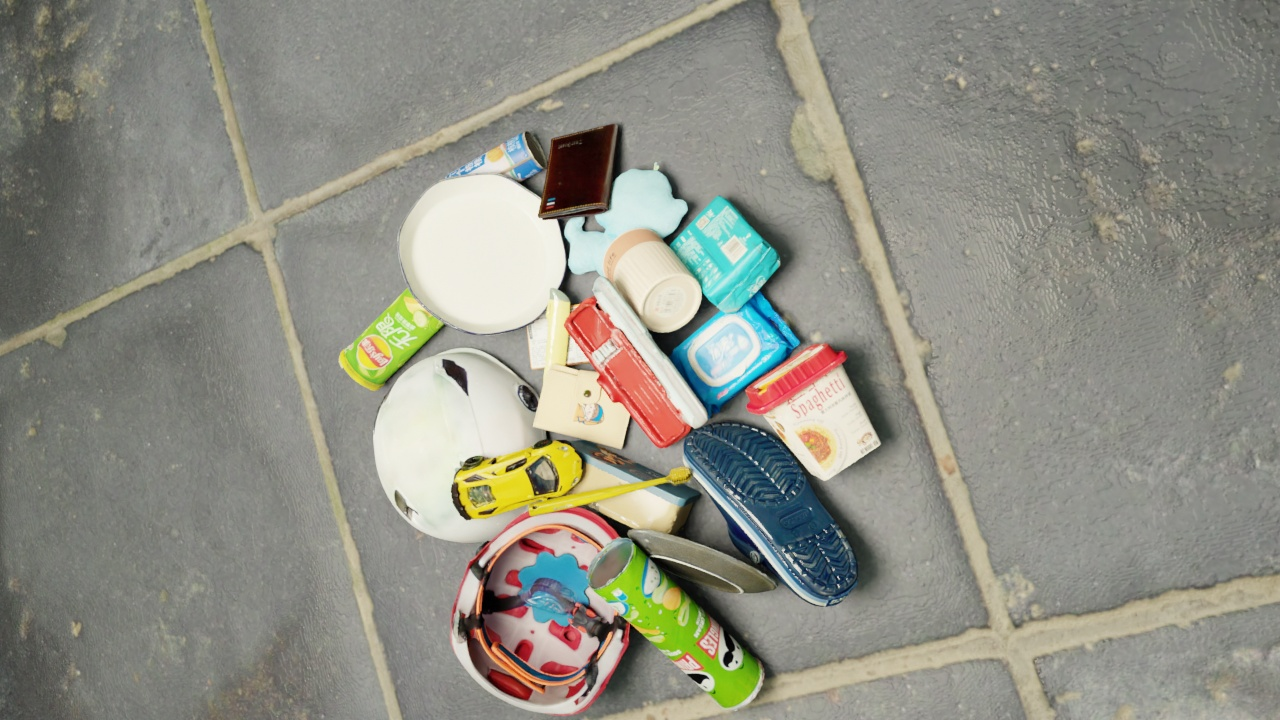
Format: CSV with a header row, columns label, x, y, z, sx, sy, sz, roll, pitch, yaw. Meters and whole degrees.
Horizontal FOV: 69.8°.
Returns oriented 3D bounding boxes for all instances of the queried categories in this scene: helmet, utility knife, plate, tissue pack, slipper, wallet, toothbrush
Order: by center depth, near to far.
label,x,y,z,sx,sy,sz,roll,pitch,yaw
plate,0.066,0.233,1.035,0.179,0.179,0.024,16,71,18
toothbrush,-0.035,0.149,1.046,0.190,0.017,0.015,-13,61,-1
slipper,0.148,0.176,1.052,0.253,0.104,0.095,48,145,27
tissue pack,0.096,-0.125,1.069,0.093,0.050,0.133,-45,45,14
tissue pack,0.102,-0.007,1.085,0.157,0.052,0.095,-40,77,15
helmet,-0.109,0.286,1.110,0.207,0.144,0.240,25,86,0
wallet,-0.067,0.055,1.139,0.115,0.024,0.087,14,88,-2
wallet,-0.076,-0.233,1.142,0.096,0.020,0.122,-3,66,23
plate,-0.197,-0.130,1.143,0.204,0.046,0.204,2,84,-17
utility knife,-0.108,-0.007,1.144,0.031,0.018,0.167,7,95,1
helmet,-0.243,0.108,1.154,0.229,0.145,0.258,-22,82,17

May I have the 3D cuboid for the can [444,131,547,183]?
label,x,y,z,sx,sy,sz,roll,pitch,yaw
can,-0.191,-0.242,1.186,0.135,0.053,0.053,-24,82,17

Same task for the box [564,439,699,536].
label,x,y,z,sx,sy,sz,roll,pitch,yaw
box,-0.016,0.157,1.107,0.184,0.089,0.062,21,95,16

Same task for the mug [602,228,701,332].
label,x,y,z,sx,sy,sz,roll,pitch,yaw
mug,0.018,-0.082,1.072,0.081,0.115,0.106,-29,43,-5

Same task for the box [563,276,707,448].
label,x,y,z,sx,sy,sz,roll,pitch,yaw
box,-0.002,0.003,1.064,0.058,0.161,0.201,-36,87,-28

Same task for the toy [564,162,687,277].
label,x,y,z,sx,sy,sz,roll,pitch,yaw
toy,-0.020,-0.172,1.129,0.161,0.049,0.156,16,96,27

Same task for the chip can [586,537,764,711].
label,x,y,z,sx,sy,sz,roll,pitch,yaw
chip can,0.041,0.300,1.038,0.072,0.072,0.236,-38,109,15

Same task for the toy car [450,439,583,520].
label,x,y,z,sx,sy,sz,roll,pitch,yaw
toy car,-0.142,0.137,1.060,0.156,0.041,0.071,-16,109,1

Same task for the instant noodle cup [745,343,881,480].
label,x,y,z,sx,sy,sz,roll,pitch,yaw
instant noodle cup,0.195,0.059,1.020,0.116,0.116,0.124,-34,91,-2

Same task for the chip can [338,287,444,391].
label,x,y,z,sx,sy,sz,roll,pitch,yaw
chip can,-0.300,-0.056,1.213,0.222,0.072,0.072,-42,77,15

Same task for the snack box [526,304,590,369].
label,x,y,z,sx,sy,sz,roll,pitch,yaw
snack box,-0.070,-0.034,1.158,0.154,0.026,0.075,-7,88,19
